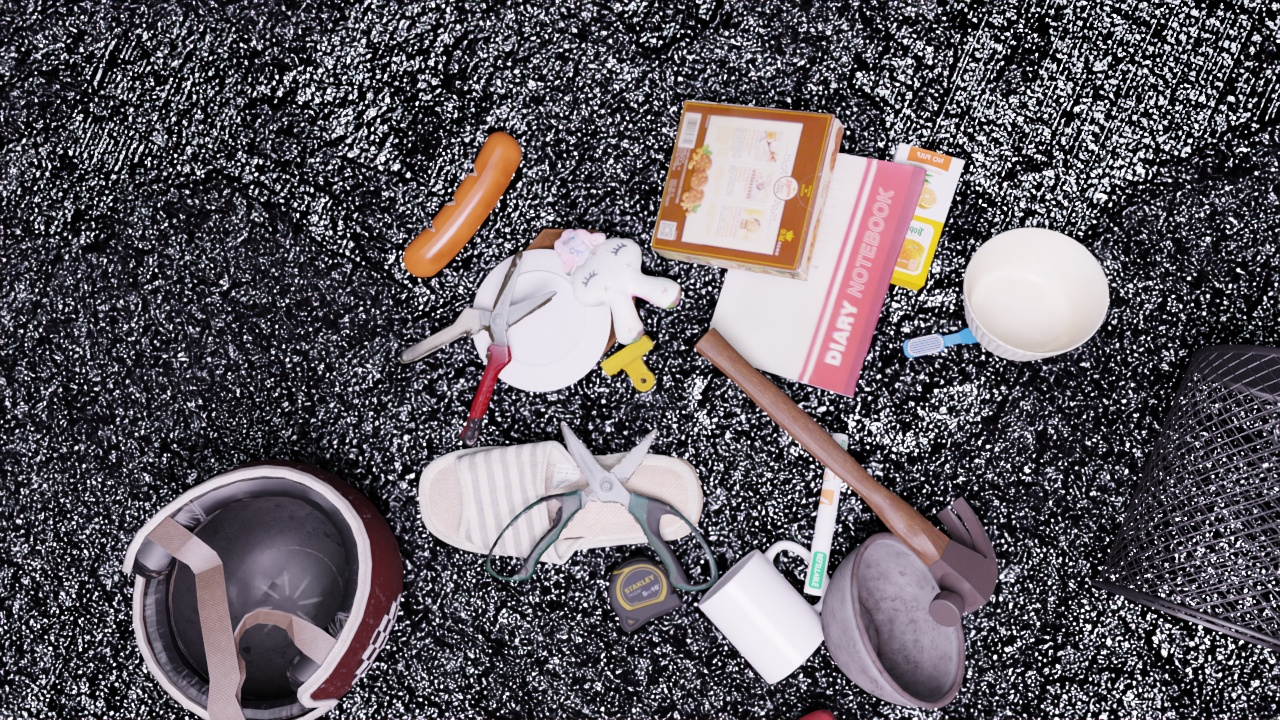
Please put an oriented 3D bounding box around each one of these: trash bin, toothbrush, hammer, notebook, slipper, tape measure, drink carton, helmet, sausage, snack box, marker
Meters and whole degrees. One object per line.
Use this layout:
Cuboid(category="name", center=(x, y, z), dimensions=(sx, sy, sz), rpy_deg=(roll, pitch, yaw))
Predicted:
Cuboid(category="trash bin", center=(0.485, 0.110, 0.722), dimensions=(0.184, 0.184, 0.210), rpy_deg=(19, 85, 8))
Cuboid(category="toothbrush", center=(0.322, -0.028, 0.827), dimensions=(0.167, 0.014, 0.016), rpy_deg=(-13, 86, 7))
Cuboid(category="hammer", center=(0.174, 0.088, 0.794), dimensions=(0.323, 0.115, 0.033), rpy_deg=(43, 132, 7))
Cuboid(category="notebook", center=(0.154, -0.087, 0.828), dimensions=(0.153, 0.012, 0.208), rpy_deg=(18, 91, 29))
Cuboid(category="slipper", center=(-0.078, 0.131, 0.863), dimensions=(0.273, 0.054, 0.114), rpy_deg=(0, 93, 7))
Cuboid(category="tape measure", center=(0.000, 0.213, 0.854), dimensions=(0.061, 0.034, 0.061), rpy_deg=(-24, 88, -3))
Cuboid(category="drink carton", center=(0.243, -0.132, 0.829), dimensions=(0.058, 0.040, 0.122), rpy_deg=(18, 90, 8))
Cuboid(category="helmet", center=(-0.318, 0.207, 0.788), dimensions=(0.233, 0.254, 0.233), rpy_deg=(35, 68, 3))
Cuboid(category="sausage", center=(-0.171, -0.148, 0.890), dimensions=(0.044, 0.039, 0.164), rpy_deg=(38, 93, 11))
Cuboid(category="snack box", center=(0.096, -0.155, 0.833), dimensions=(0.147, 0.041, 0.143), rpy_deg=(13, 89, 24))
Cuboid(category="marker", center=(0.167, 0.136, 0.821), dimensions=(0.017, 0.017, 0.145), rpy_deg=(11, 72, 8))

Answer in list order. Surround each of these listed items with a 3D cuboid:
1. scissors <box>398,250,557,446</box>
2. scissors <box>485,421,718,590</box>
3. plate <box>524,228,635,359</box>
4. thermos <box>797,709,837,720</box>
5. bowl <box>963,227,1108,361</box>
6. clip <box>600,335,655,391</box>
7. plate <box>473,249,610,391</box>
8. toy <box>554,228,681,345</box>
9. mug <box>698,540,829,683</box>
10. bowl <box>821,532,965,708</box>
Cuboid(category="scissors", center=(-0.158, -0.012, 0.864), dimensions=(0.179, 0.015, 0.198), rpy_deg=(11, 103, 28))
Cuboid(category="scissors", center=(-0.039, 0.157, 0.830), dimensions=(0.205, 0.015, 0.201), rpy_deg=(-37, 91, 2))
Cuboid(category="plate", center=(-0.065, -0.062, 0.878), dimensions=(0.131, 0.025, 0.131), rpy_deg=(0, 88, 8))
Cuboid(category="thermos", center=(0.082, 0.399, 0.816), dimensions=(0.240, 0.073, 0.073), rpy_deg=(-33, 84, 6))
Cuboid(category="bowl", center=(0.333, -0.049, 0.792), dimensions=(0.115, 0.062, 0.115), rpy_deg=(-2, 71, 6))
Cuboid(category="clip", center=(-0.006, 0.004, 0.872), dimensions=(0.054, 0.048, 0.046), rpy_deg=(-34, 42, 5))
Cuboid(category="plate", center=(-0.095, -0.038, 0.861), dimensions=(0.134, 0.011, 0.134), rpy_deg=(0, 88, 8))
Cuboid(category="toy", center=(-0.026, -0.075, 0.839), dimensions=(0.122, 0.038, 0.079), rpy_deg=(41, 89, 2))
Cuboid(category="mug", center=(0.122, 0.216, 0.824), dimensions=(0.110, 0.074, 0.090), rpy_deg=(-40, 82, -21))
Cuboid(category="bowl", center=(0.206, 0.227, 0.787), dimensions=(0.067, 0.144, 0.145), rpy_deg=(-33, 82, 42))
